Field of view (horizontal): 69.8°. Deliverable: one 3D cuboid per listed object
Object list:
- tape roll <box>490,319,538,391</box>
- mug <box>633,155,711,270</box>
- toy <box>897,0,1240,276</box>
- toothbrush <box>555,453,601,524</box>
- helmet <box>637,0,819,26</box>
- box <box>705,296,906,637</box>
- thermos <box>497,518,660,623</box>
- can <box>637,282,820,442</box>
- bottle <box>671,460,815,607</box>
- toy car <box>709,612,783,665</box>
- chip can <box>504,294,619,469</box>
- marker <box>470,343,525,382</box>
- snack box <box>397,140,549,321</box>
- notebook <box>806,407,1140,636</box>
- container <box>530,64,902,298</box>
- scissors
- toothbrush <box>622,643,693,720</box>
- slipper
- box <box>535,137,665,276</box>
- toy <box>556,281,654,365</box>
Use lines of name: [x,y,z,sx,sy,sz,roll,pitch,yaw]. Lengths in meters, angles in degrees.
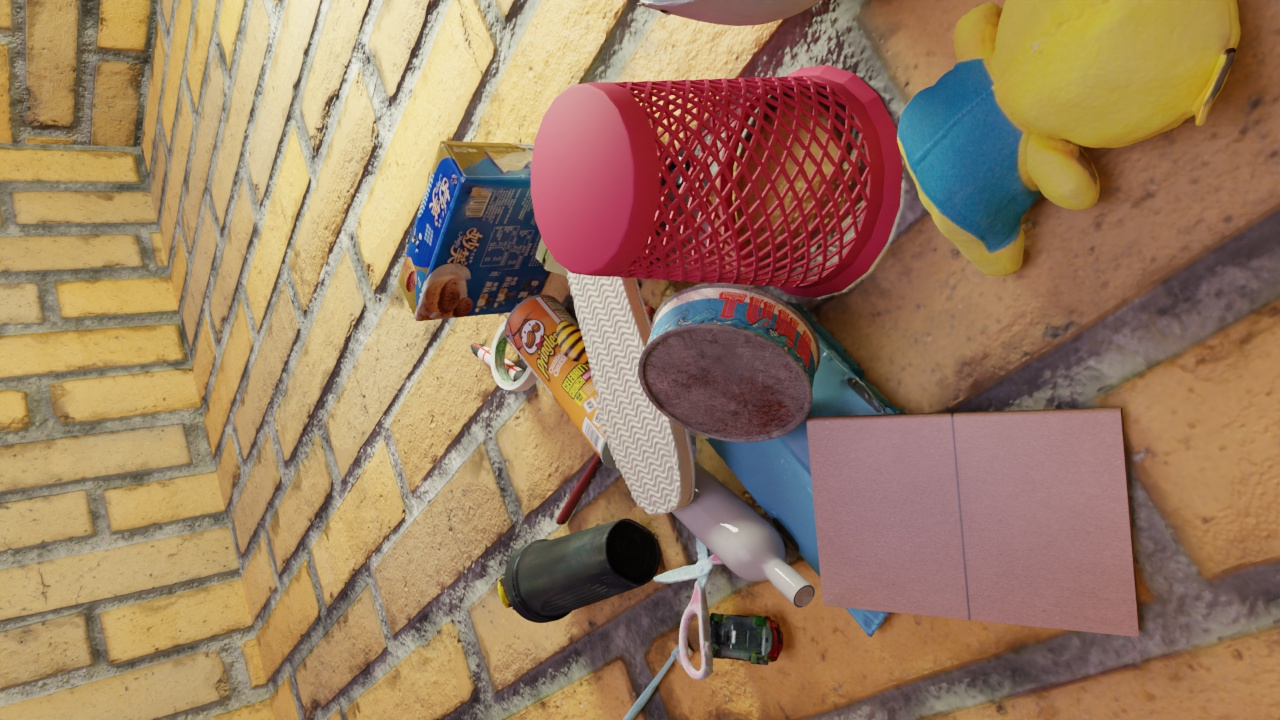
tape roll: [-0.149,-0.009,1.119,0.094,0.018,0.093,-13,72,45]
mug: [0.016,-0.138,0.857,0.088,0.078,0.113,9,76,52]
toy: [0.240,-0.160,0.538,0.215,0.083,0.149,-44,64,50]
toothbrush: [-0.062,0.128,1.047,0.016,0.016,0.190,61,139,33]
helmet: [0.082,-0.362,0.646,0.237,0.163,0.263,-53,49,39]
box: [0.142,0.085,0.732,0.231,0.047,0.177,49,129,33]
thermos: [-0.073,0.234,1.020,0.221,0.098,0.098,-29,73,48]
can: [0.066,0.004,0.685,0.130,0.130,0.044,-43,21,48]
bottle: [0.084,0.152,0.802,0.195,0.052,0.052,37,125,55]
toy car: [0.094,0.255,0.840,0.091,0.036,0.042,-20,60,55]
chip can: [-0.064,0.018,0.981,0.215,0.075,0.075,47,131,38]
marker: [-0.185,0.002,1.186,0.146,0.019,0.019,28,118,48]
snack box: [-0.168,-0.142,1.025,0.069,0.154,0.203,57,137,28]
notebook: [0.216,0.106,0.624,0.210,0.008,0.141,-5,92,36]
container: [0.047,-0.131,0.679,0.183,0.225,0.183,13,106,52]
scissors: [0.068,0.206,0.855,0.171,0.013,0.172,-25,57,43]
toothbrush: [0.014,0.354,0.988,0.016,0.016,0.181,49,132,25]
slipper: [-0.005,0.005,0.838,0.115,0.053,0.272,-19,87,58]
box: [-0.050,-0.170,0.933,0.090,0.077,0.188,56,137,30]
toy: [-0.034,-0.033,0.937,0.084,0.103,0.046,61,180,21]
